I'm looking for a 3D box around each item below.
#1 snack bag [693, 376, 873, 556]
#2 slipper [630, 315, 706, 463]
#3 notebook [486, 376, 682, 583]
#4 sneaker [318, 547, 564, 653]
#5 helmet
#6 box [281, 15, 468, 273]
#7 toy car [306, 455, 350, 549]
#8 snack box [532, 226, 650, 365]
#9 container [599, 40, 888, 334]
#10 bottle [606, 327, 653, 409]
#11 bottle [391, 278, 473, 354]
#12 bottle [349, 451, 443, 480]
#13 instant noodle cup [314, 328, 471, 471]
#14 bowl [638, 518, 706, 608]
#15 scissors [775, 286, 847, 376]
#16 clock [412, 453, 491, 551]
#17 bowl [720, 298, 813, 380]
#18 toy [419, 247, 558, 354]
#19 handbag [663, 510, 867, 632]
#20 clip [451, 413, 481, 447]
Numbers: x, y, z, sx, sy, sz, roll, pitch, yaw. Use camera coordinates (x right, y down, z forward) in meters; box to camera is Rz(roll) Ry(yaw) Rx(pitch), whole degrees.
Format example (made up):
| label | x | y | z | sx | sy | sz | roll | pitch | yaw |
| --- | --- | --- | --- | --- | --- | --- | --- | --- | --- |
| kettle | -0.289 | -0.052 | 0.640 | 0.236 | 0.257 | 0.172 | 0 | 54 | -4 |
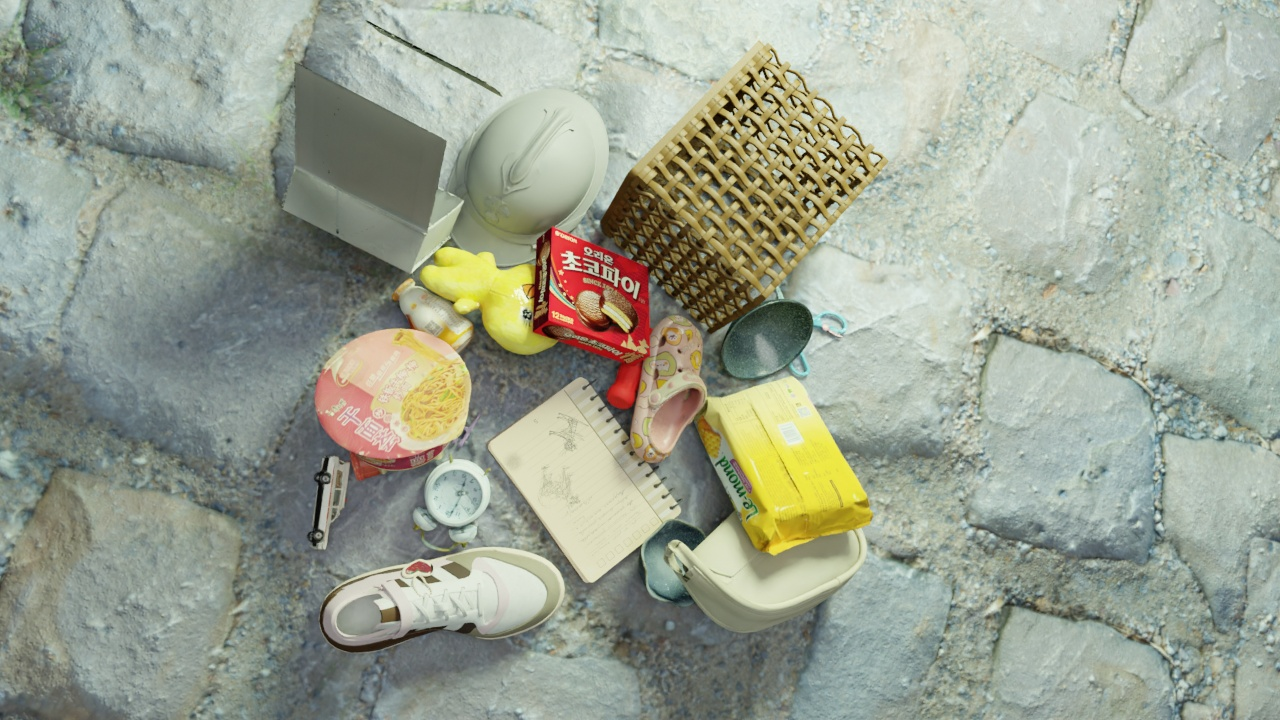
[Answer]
| label | x | y | z | sx | sy | sz | roll | pitch | yaw |
| --- | --- | --- | --- | --- | --- | --- | --- | --- | --- |
| snack bag | 0.181 | 0.125 | 1.170 | 0.159 | 0.068 | 0.247 | -12 | 52 | -18 |
| slipper | 0.050 | 0.039 | 1.185 | 0.093 | 0.082 | 0.197 | 28 | 72 | -47 |
| notebook | -0.068 | 0.150 | 1.190 | 0.167 | 0.024 | 0.225 | -36 | 90 | -13 |
| sneaker | -0.231 | 0.285 | 1.088 | 0.293 | 0.116 | 0.111 | -2 | 82 | -12 |
| helmet | -0.142 | -0.253 | 1.182 | 0.183 | 0.118 | 0.270 | 35 | 79 | -5 |
| box | -0.292 | -0.223 | 1.030 | 0.167 | 0.331 | 0.164 | 26 | 63 | -5 |
| toy car | -0.378 | 0.173 | 1.117 | 0.039 | 0.039 | 0.113 | 9 | 80 | -32 |
| snack box | -0.059 | -0.079 | 1.155 | 0.152 | 0.036 | 0.132 | 19 | 57 | -34 |
| container | 0.121 | -0.212 | 1.179 | 0.214 | 0.220 | 0.251 | 43 | 76 | -3 |
| bottle | -0.007 | 0.007 | 1.209 | 0.036 | 0.036 | 0.118 | 28 | 61 | -7 |
| bottle | -0.264 | -0.054 | 1.159 | 0.109 | 0.063 | 0.063 | 44 | 76 | 0 |
| bottle | -0.301 | 0.116 | 1.136 | 0.109 | 0.044 | 0.044 | -14 | 85 | -14 |
| instant noodle cup | -0.293 | 0.056 | 1.105 | 0.178 | 0.078 | 0.178 | 3 | 57 | -6 |
| bowl | 0.037 | 0.259 | 1.173 | 0.110 | 0.055 | 0.110 | 8 | 74 | -30 |
| scissors | 0.222 | -0.036 | 1.285 | 0.135 | 0.015 | 0.129 | 12 | 79 | -4 |
| clock | -0.232 | 0.178 | 1.136 | 0.083 | 0.057 | 0.117 | 21 | 86 | -8 |
| bowl | 0.159 | -0.043 | 1.237 | 0.137 | 0.137 | 0.057 | -17 | 46 | -14 |
| toy | -0.173 | -0.075 | 1.157 | 0.207 | 0.092 | 0.133 | 32 | 45 | -13 |
| handbag | 0.154 | 0.259 | 1.180 | 0.184 | 0.132 | 0.228 | 46 | 50 | 14 |
| clip | -0.226 | 0.086 | 1.172 | 0.032 | 0.013 | 0.051 | 28 | 80 | -5 |
